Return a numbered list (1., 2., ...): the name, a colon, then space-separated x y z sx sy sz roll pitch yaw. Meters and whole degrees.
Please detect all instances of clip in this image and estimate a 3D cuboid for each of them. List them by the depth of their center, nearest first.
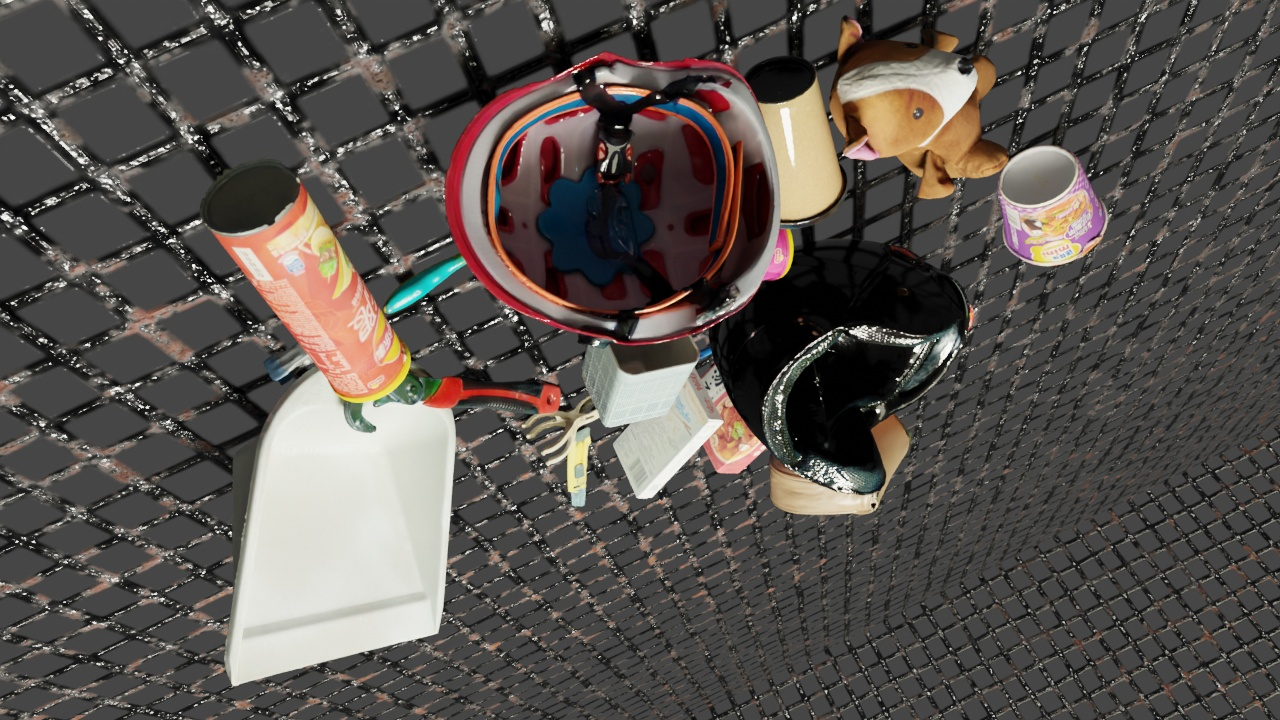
1. clip: -0.293 -0.003 0.787 0.058 0.026 0.038 -31 157 -4
2. clip: -0.092 0.066 1.041 0.103 0.092 0.035 -55 156 -23

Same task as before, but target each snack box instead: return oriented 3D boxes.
1. snack box: 0.120 0.052 1.089 0.044 0.113 0.127 12 131 -44
2. snack box: 0.030 0.088 1.101 0.026 0.084 0.157 6 136 -41

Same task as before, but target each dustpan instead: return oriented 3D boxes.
1. dustpan: -0.259 0.133 0.842 0.143 0.257 0.222 -25 163 38

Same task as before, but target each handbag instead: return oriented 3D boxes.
1. handbag: 0.250 0.117 1.163 0.203 0.148 0.100 -39 128 -52

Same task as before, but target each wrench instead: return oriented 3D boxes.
1. wrench: -0.171 0.037 0.900 0.016 0.056 0.272 6 -177 37

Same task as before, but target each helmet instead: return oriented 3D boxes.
1. helmet: -0.024 -0.110 0.692 0.240 0.207 0.144 -4 176 -10
2. helmet: 0.208 -0.014 0.952 0.274 0.230 0.234 -17 137 -35

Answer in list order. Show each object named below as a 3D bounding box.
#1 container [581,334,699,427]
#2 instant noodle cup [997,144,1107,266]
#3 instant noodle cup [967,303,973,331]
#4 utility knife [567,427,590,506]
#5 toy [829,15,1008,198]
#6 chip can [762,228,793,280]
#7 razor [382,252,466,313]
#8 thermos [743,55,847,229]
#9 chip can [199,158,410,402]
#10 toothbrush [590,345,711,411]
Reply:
1. container: -0.006 0.006 0.954 0.090 0.090 0.112 -11 148 -23
2. instant noodle cup: 0.449 -0.178 1.015 0.112 0.111 0.099 -34 139 12
3. instant noodle cup: 0.320 -0.030 1.163 0.193 0.065 0.194 -21 149 -13
4. utility knife: -0.079 0.140 1.170 0.031 0.020 0.197 -12 150 -13
5. toy: 0.238 -0.216 0.783 0.199 0.140 0.131 6 163 -36
6. chip can: 0.033 -0.086 0.825 0.210 0.071 0.072 -16 147 -25
7. razor: -0.159 -0.077 0.774 0.132 0.028 0.043 -31 125 0
8. thermos: 0.126 -0.183 0.785 0.093 0.093 0.143 -26 140 -3
9. chip can: -0.247 -0.051 0.699 0.073 0.073 0.217 -24 146 -5
10. toothbrush: 0.027 0.017 1.065 0.189 0.014 0.016 -28 150 0
